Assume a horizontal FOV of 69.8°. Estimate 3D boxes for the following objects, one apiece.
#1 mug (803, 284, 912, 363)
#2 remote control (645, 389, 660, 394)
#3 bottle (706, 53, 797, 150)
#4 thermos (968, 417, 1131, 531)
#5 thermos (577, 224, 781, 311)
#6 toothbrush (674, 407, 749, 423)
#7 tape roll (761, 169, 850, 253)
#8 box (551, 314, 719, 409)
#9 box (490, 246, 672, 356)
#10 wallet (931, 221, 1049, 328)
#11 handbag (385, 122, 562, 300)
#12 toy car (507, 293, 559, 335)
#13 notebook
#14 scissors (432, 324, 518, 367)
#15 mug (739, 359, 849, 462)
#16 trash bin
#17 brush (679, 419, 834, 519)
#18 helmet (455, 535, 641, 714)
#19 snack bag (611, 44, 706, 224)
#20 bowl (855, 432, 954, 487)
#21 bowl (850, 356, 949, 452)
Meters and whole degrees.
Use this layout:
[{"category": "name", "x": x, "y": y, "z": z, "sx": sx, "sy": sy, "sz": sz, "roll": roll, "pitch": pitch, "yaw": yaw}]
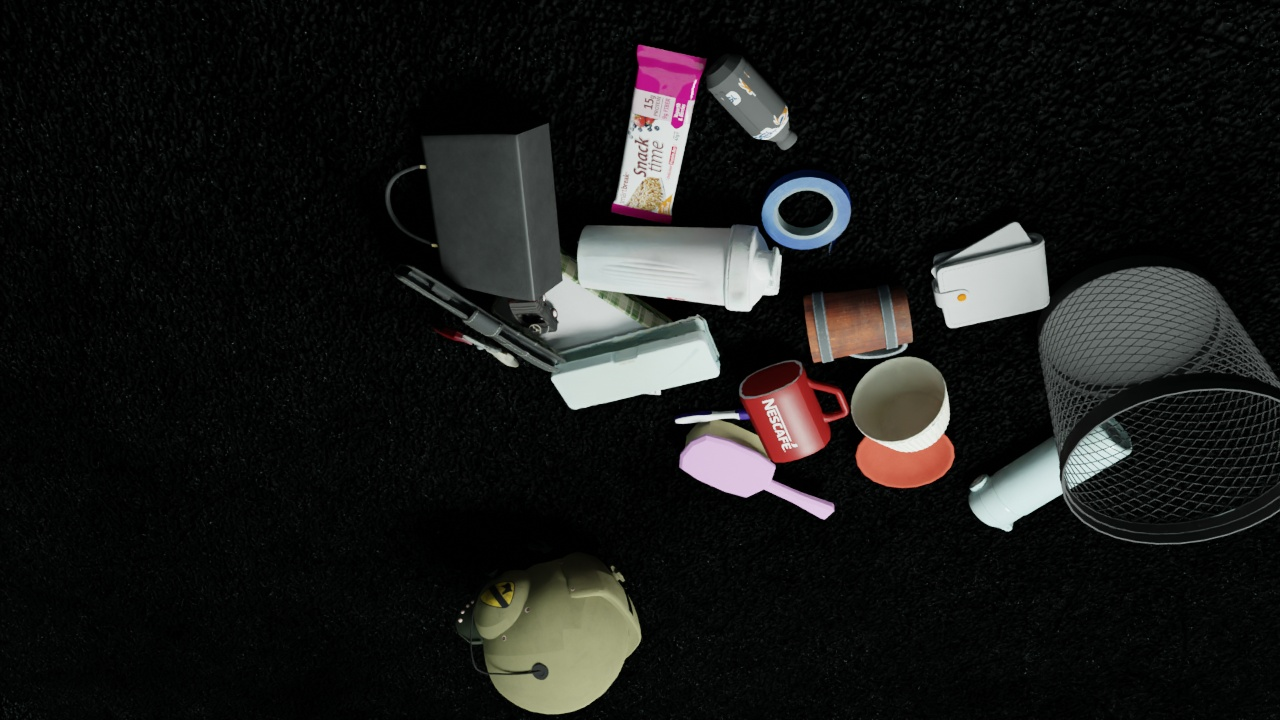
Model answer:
[{"category": "mug", "x": 0.252, "y": -0.035, "z": 1.058, "sx": 0.111, "sy": 0.081, "sz": 0.117, "roll": -9, "pitch": 147, "yaw": 13}, {"category": "remote control", "x": -0.035, "y": 0.026, "z": 1.203, "sx": 0.124, "sy": 0.011, "sz": 0.028, "roll": 6, "pitch": 132, "yaw": 6}, {"category": "bottle", "x": 0.113, "y": -0.252, "z": 0.905, "sx": 0.112, "sy": 0.046, "sz": 0.047, "roll": 40, "pitch": 127, "yaw": -23}, {"category": "thermos", "x": 0.513, "y": 0.143, "z": 1.167, "sx": 0.078, "sy": 0.065, "sz": 0.207, "roll": 45, "pitch": 128, "yaw": 2}, {"category": "thermos", "x": 0.045, "y": -0.109, "z": 1.022, "sx": 0.220, "sy": 0.099, "sz": 0.099, "roll": 6, "pitch": 132, "yaw": 12}, {"category": "toothbrush", "x": 0.136, "y": 0.070, "z": 1.207, "sx": 0.187, "sy": 0.016, "sz": 0.015, "roll": -5, "pitch": 128, "yaw": 16}, {"category": "tape roll", "x": 0.179, "y": -0.162, "z": 0.992, "sx": 0.093, "sy": 0.016, "sz": 0.092, "roll": 15, "pitch": 132, "yaw": -3}, {"category": "box", "x": -0.006, "y": 0.009, "z": 1.095, "sx": 0.199, "sy": 0.067, "sz": 0.083, "roll": -15, "pitch": 106, "yaw": 19}, {"category": "box", "x": -0.069, "y": -0.054, "z": 1.116, "sx": 0.205, "sy": 0.050, "sz": 0.118, "roll": 30, "pitch": 127, "yaw": -16}, {"category": "wallet", "x": 0.378, "y": -0.097, "z": 0.999, "sx": 0.118, "sy": 0.037, "sz": 0.115, "roll": -13, "pitch": 128, "yaw": 16}, {"category": "handbag", "x": -0.196, "y": -0.166, "z": 1.009, "sx": 0.196, "sy": 0.072, "sz": 0.176, "roll": 6, "pitch": 115, "yaw": 20}, {"category": "toy car", "x": -0.123, "y": -0.052, "z": 1.053, "sx": 0.040, "sy": 0.037, "sz": 0.092, "roll": -2, "pitch": 162, "yaw": 9}, {"category": "notebook", "x": -0.195, "y": -0.051, "z": 1.088, "sx": 0.209, "sy": 0.169, "sz": 0.029, "roll": 31, "pitch": 86, "yaw": -19}, {"category": "scissors", "x": -0.194, "y": -0.017, "z": 1.129, "sx": 0.199, "sy": 0.015, "sz": 0.179, "roll": 20, "pitch": 173, "yaw": 39}, {"category": "mug", "x": 0.193, "y": 0.057, "z": 1.131, "sx": 0.116, "sy": 0.080, "sz": 0.096, "roll": -20, "pitch": 111, "yaw": 18}, {"category": "trash bin", "x": 0.533, "y": 0.032, "z": 0.955, "sx": 0.218, "sy": 0.226, "sz": 0.218, "roll": 5, "pitch": 132, "yaw": 6}, {"category": "brush", "x": 0.164, "y": 0.154, "z": 1.258, "sx": 0.228, "sy": 0.043, "sz": 0.089, "roll": 25, "pitch": 131, "yaw": -12}, {"category": "helmet", "x": -0.122, "y": 0.395, "z": 1.370, "sx": 0.233, "sy": 0.254, "sz": 0.250, "roll": -10, "pitch": 130, "yaw": 23}, {"category": "snack bag", "x": 0.015, "y": -0.230, "z": 0.963, "sx": 0.070, "sy": 0.016, "sz": 0.197, "roll": 13, "pitch": 132, "yaw": 1}, {"category": "bowl", "x": 0.342, "y": 0.113, "z": 1.193, "sx": 0.122, "sy": 0.035, "sz": 0.122, "roll": 5, "pitch": 132, "yaw": 6}, {"category": "bowl", "x": 0.320, "y": 0.060, "z": 1.107, "sx": 0.116, "sy": 0.115, "sz": 0.062, "roll": -21, "pitch": 139, "yaw": 26}]
